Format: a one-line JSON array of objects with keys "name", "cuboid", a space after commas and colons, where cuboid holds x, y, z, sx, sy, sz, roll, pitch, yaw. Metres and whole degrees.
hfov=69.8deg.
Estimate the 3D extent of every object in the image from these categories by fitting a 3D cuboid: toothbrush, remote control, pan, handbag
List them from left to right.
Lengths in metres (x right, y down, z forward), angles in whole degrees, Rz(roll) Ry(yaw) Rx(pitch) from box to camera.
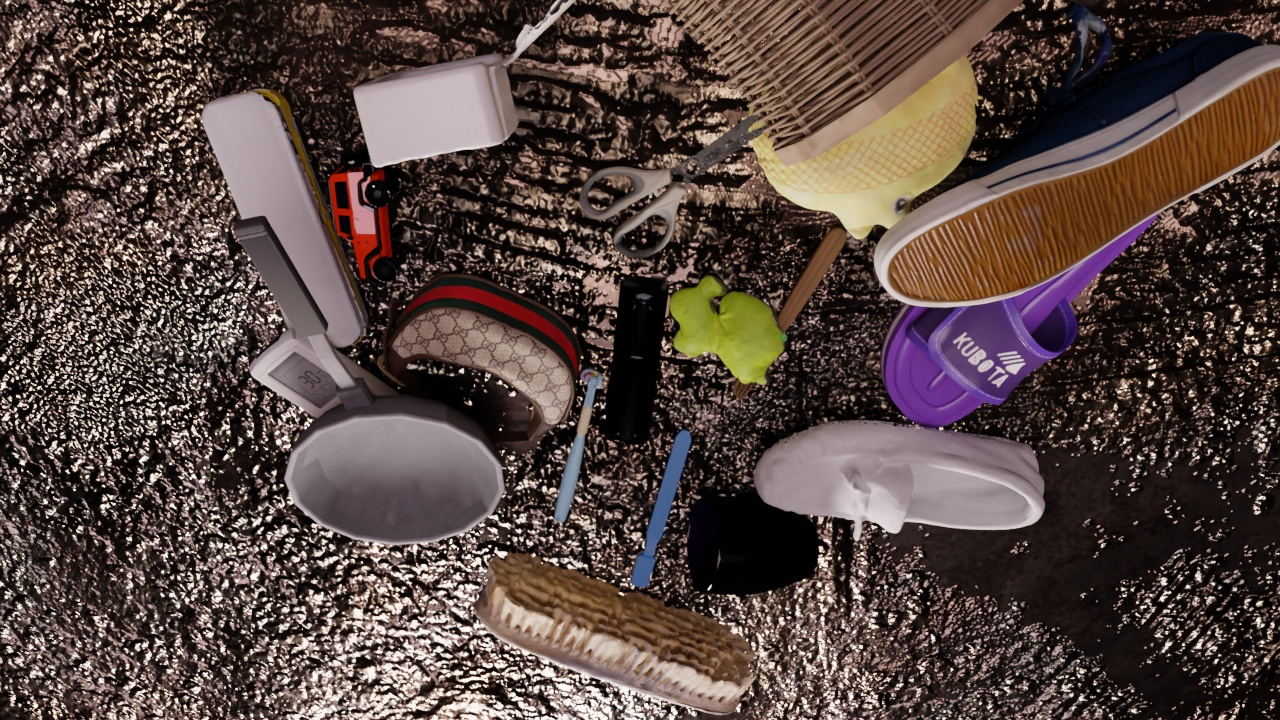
[{"name": "remote control", "cuboid": [-0.251, 0.026, 0.764, 0.060, 0.025, 0.138, -33, 125, 24]}, {"name": "pan", "cuboid": [-0.220, 0.029, 0.715, 0.178, 0.041, 0.358, -11, 136, 3]}, {"name": "handbag", "cuboid": [-0.136, 0.006, 0.758, 0.166, 0.063, 0.139, 24, 122, -12]}, {"name": "toothbrush", "cuboid": [-0.057, 0.079, 0.810, 0.022, 0.016, 0.155, 25, 116, 25]}, {"name": "remote control", "cuboid": [-0.005, 0.005, 0.773, 0.041, 0.020, 0.152, 6, 115, -1]}, {"name": "toothbrush", "cuboid": [0.019, 0.136, 0.839, 0.016, 0.014, 0.167, 14, 110, -6]}, {"name": "toothbrush", "cuboid": [0.121, -0.037, 0.756, 0.016, 0.016, 0.167, 25, 112, -11]}]

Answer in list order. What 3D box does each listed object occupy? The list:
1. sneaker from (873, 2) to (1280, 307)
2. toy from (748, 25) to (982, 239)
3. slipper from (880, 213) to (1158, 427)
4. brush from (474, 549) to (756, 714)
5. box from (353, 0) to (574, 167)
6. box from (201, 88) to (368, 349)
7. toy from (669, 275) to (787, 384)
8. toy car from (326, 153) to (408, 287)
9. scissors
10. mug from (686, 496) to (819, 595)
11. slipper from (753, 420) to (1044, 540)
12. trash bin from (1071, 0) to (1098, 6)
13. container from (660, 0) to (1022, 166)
[{"name": "sneaker", "cuboid": [0.291, -0.148, 0.652, 0.295, 0.127, 0.121, -29, 131, 10]}, {"name": "toy", "cuboid": [0.166, -0.169, 0.672, 0.170, 0.064, 0.155, -11, 99, 1]}, {"name": "slipper", "cuboid": [0.296, -0.046, 0.712, 0.107, 0.084, 0.267, 35, 110, -14]}, {"name": "brush", "cuboid": [-0.021, 0.253, 0.851, 0.271, 0.083, 0.057, 22, 113, -9]}, {"name": "box", "cuboid": [-0.105, -0.194, 0.638, 0.190, 0.110, 0.083, -25, 112, 9]}, {"name": "box", "cuboid": [-0.274, -0.106, 0.722, 0.064, 0.033, 0.210, -10, 113, 9]}, {"name": "toy", "cuboid": [0.072, -0.024, 0.747, 0.094, 0.036, 0.094, -6, 103, 18]}, {"name": "toy car", "cuboid": [-0.210, -0.108, 0.708, 0.049, 0.051, 0.100, 0, 114, -2]}, {"name": "scissors", "cuboid": [0.020, -0.143, 0.686, 0.131, 0.012, 0.170, 23, 130, -2]}, {"name": "mug", "cuboid": [0.097, 0.174, 0.824, 0.100, 0.084, 0.119, 5, 145, -15]}, {"name": "slipper", "cuboid": [0.221, 0.108, 0.786, 0.247, 0.074, 0.112, 4, 118, -1]}, {"name": "trash bin", "cuboid": [0.309, -0.343, 0.554, 0.131, 0.130, 0.211, 34, 112, -14]}, {"name": "container", "cuboid": [0.099, -0.252, 0.532, 0.227, 0.226, 0.196, -38, 103, 16]}]
